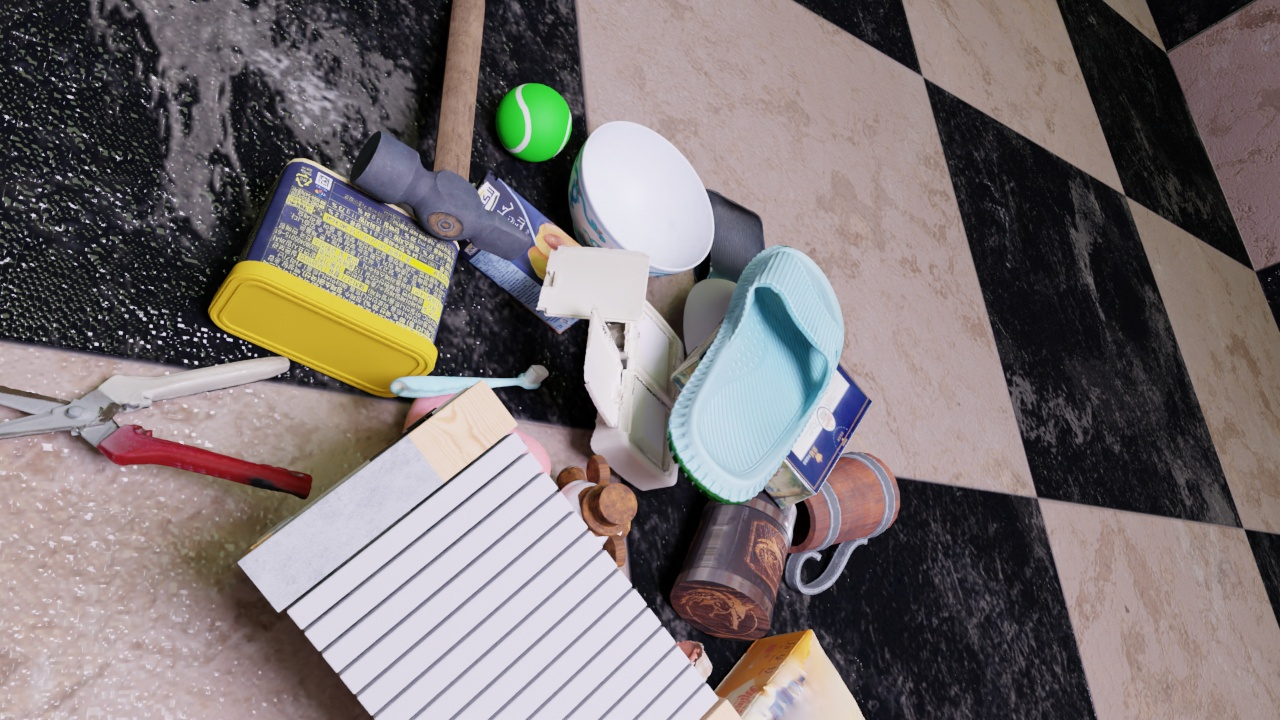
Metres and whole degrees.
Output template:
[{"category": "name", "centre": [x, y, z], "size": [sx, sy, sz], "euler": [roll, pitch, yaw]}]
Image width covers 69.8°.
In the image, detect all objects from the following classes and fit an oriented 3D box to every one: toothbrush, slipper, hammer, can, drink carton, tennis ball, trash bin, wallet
[{"category": "toothbrush", "centre": [-0.115, 0.014, 0.644], "size": [0.016, 0.017, 0.180], "euler": [54, 20, 14]}, {"category": "slipper", "centre": [0.106, -0.003, 0.700], "size": [0.116, 0.070, 0.275], "euler": [46, 46, -11]}, {"category": "hammer", "centre": [-0.142, -0.209, 0.723], "size": [0.129, 0.040, 0.321], "euler": [30, 37, -33]}, {"category": "can", "centre": [-0.198, -0.054, 0.615], "size": [0.135, 0.075, 0.104], "euler": [28, 50, -28]}, {"category": "drink carton", "centre": [-0.094, -0.087, 0.745], "size": [0.130, 0.040, 0.064], "euler": [39, 48, -20]}, {"category": "tennis ball", "centre": [-0.092, -0.204, 0.789], "size": [0.065, 0.066, 0.065], "euler": [19, 57, -33]}, {"category": "trash bin", "centre": [-0.086, 0.159, 0.522], "size": [0.142, 0.143, 0.247], "euler": [-39, 96, -22]}, {"category": "wallet", "centre": [0.093, -0.116, 0.933], "size": [0.089, 0.026, 0.114], "euler": [17, 59, -36]}]

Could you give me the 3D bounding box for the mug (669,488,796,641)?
[{"category": "mug", "centre": [0.084, 0.171, 0.753], "size": [0.107, 0.080, 0.116], "euler": [-64, 141, -41]}]

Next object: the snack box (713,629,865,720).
[{"category": "snack box", "centre": [0.102, 0.317, 0.680], "size": [0.194, 0.081, 0.145], "euler": [-34, 93, -45]}]

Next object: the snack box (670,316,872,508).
[{"category": "snack box", "centre": [0.114, 0.025, 0.768], "size": [0.145, 0.043, 0.144], "euler": [50, 44, -4]}]

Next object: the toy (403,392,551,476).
[{"category": "toy", "centre": [-0.113, 0.068, 0.639], "size": [0.110, 0.051, 0.089], "euler": [20, 53, -28]}]

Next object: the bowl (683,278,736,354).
[{"category": "bowl", "centre": [0.100, -0.011, 0.850], "size": [0.149, 0.043, 0.149], "euler": [28, 52, -44]}]

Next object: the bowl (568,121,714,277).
[{"category": "bowl", "centre": [-0.013, -0.129, 0.812], "size": [0.143, 0.074, 0.143], "euler": [19, 57, -33]}]

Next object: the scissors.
[{"category": "scissors", "centre": [-0.274, 0.031, 0.526], "size": [0.198, 0.015, 0.178], "euler": [28, 31, -2]}]

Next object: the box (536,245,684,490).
[{"category": "box", "centre": [-0.003, 0.004, 0.714], "size": [0.180, 0.080, 0.143], "euler": [44, 41, -49]}]

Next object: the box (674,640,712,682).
[{"category": "box", "centre": [-0.007, 0.274, 0.629], "size": [0.186, 0.057, 0.067], "euler": [-44, 132, -43]}]

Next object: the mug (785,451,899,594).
[{"category": "mug", "centre": [0.171, 0.149, 0.839], "size": [0.110, 0.082, 0.117], "euler": [-7, 98, -39]}]

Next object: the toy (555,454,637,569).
[{"category": "toy", "centre": [-0.033, 0.113, 0.650], "size": [0.067, 0.113, 0.087], "euler": [-3, 71, -30]}]
